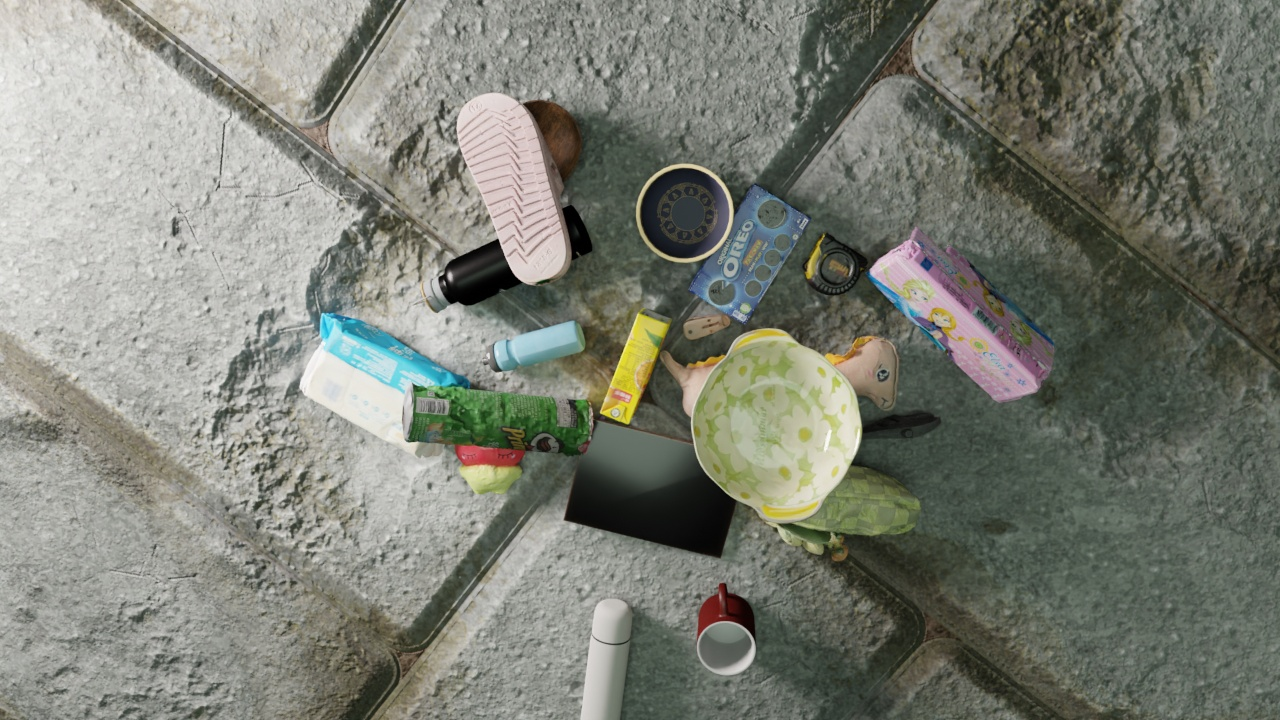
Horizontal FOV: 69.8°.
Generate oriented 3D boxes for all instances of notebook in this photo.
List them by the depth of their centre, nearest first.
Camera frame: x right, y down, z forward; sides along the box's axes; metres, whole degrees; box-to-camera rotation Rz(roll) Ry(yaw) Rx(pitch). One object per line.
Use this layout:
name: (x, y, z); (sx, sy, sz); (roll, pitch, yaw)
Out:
notebook: (0.019, 0.164, 1.171); (0.209, 0.008, 0.141); (14, 102, -1)

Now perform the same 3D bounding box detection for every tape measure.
tape measure: (0.229, -0.108, 1.092); (0.067, 0.038, 0.062); (30, 94, -4)

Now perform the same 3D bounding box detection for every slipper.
slipper: (-0.136, -0.198, 1.067); (0.094, 0.064, 0.239); (-22, 81, 12)

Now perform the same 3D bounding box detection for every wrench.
wrench: (0.226, 0.099, 1.117); (0.273, 0.073, 0.018); (-13, 99, 11)

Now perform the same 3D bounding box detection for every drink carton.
drink carton: (-0.007, 0.007, 1.126); (0.043, 0.058, 0.135); (22, 102, 3)

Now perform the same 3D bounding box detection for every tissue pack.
tissue pack: (-0.326, 0.031, 1.159); (0.209, 0.066, 0.117); (27, 103, 1)

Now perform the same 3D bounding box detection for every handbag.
handbag: (0.236, 0.184, 1.111); (0.186, 0.113, 0.117); (8, 108, 3)

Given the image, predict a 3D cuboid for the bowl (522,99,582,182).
bowl: (-0.123, -0.255, 1.104); (0.102, 0.026, 0.114); (42, 102, -2)

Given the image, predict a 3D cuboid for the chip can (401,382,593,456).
chip can: (-0.173, 0.073, 1.108); (0.223, 0.075, 0.075); (6, 102, -17)

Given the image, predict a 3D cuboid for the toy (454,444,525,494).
toy: (-0.192, 0.106, 1.170); (0.091, 0.045, 0.135); (2, 99, 1)

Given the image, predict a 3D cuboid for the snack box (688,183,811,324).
snack box: (0.130, -0.128, 1.102); (0.082, 0.027, 0.150); (30, 102, 0)

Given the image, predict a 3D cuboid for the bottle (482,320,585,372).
bottle: (-0.136, -0.015, 1.144); (0.130, 0.040, 0.040); (-15, 99, 8)

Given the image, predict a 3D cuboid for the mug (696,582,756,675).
mug: (0.107, 0.330, 1.163); (0.073, 0.082, 0.106); (-5, 100, 6)

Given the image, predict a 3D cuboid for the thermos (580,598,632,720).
thermos: (-0.047, 0.425, 1.212); (0.052, 0.052, 0.224); (8, 101, 4)

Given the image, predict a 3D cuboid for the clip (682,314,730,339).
clip: (0.080, -0.042, 1.117); (0.061, 0.043, 0.025); (-15, 100, 13)

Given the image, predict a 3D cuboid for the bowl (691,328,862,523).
bowl: (0.154, 0.075, 1.052); (0.188, 0.060, 0.219); (-10, 84, 3)

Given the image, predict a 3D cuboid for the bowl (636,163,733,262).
bowl: (0.054, -0.173, 1.083); (0.112, 0.061, 0.112); (1, 100, 7)

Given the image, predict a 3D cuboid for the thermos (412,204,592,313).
thermos: (-0.175, -0.114, 1.118); (0.231, 0.061, 0.061); (-23, 98, 9)

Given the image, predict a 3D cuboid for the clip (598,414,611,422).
clip: (-0.059, 0.091, 1.171); (0.053, 0.013, 0.036); (-36, 96, 8)

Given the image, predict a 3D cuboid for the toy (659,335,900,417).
toy: (0.175, 0.019, 1.108); (0.264, 0.065, 0.196); (-28, 101, 8)

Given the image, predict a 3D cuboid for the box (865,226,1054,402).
box: (0.387, -0.064, 1.076); (0.230, 0.085, 0.096); (43, 70, -3)
